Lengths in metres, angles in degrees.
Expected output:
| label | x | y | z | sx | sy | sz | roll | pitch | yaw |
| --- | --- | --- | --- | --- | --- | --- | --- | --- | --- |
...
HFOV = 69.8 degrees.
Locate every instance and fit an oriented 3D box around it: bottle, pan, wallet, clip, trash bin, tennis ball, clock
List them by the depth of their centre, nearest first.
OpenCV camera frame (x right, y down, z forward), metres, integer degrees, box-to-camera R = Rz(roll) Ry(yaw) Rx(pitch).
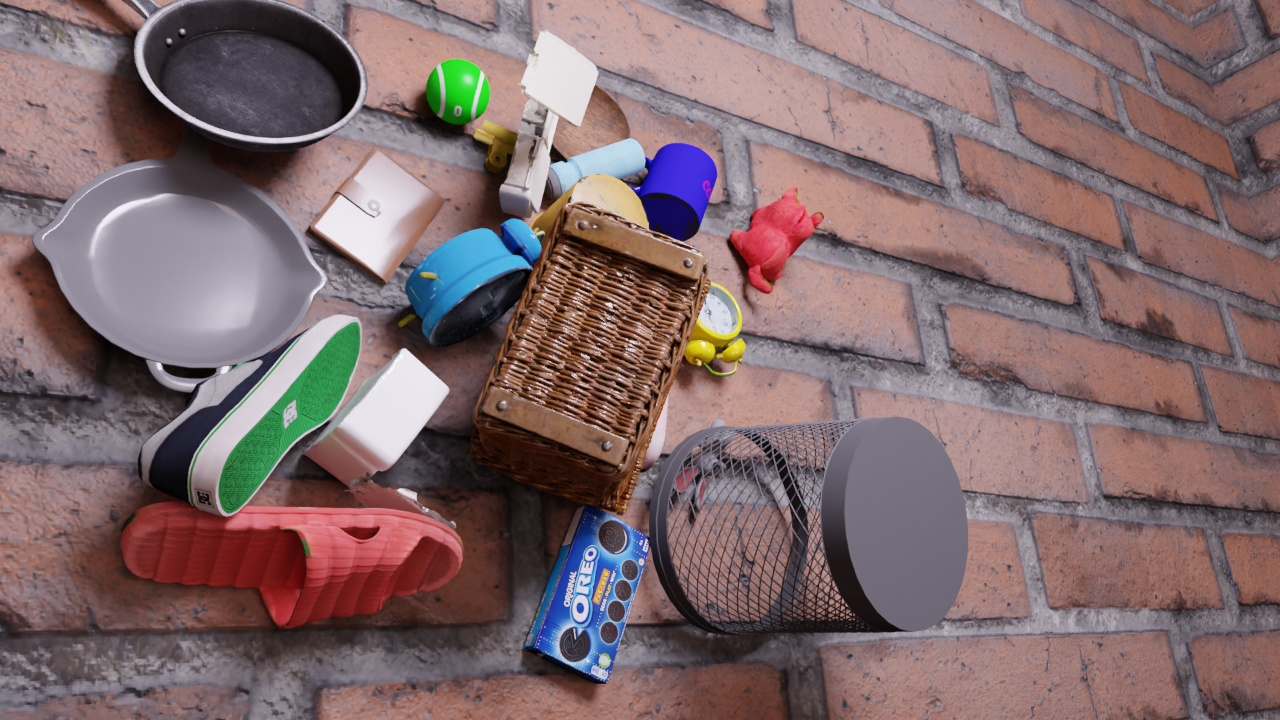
| label | x | y | z | sx | sy | sz | roll | pitch | yaw |
| --- | --- | --- | --- | --- | --- | --- | --- | --- | --- |
| pan | -0.383 | -0.134 | 0.780 | 0.216 | 0.024 | 0.354 | 6 | 63 | -34 |
| pan | -0.411 | -0.297 | 0.799 | 0.357 | 0.055 | 0.186 | 29 | 50 | -4 |
| clock | -0.150 | -0.076 | 0.868 | 0.161 | 0.117 | 0.060 | -33 | 80 | -40 |
| wallet | -0.251 | -0.142 | 0.884 | 0.087 | 0.013 | 0.120 | 37 | 54 | -18 |
| trash bin | 0.165 | 0.161 | 0.893 | 0.217 | 0.228 | 0.217 | 10 | 74 | -39 |
| tennis ball | -0.189 | -0.278 | 0.951 | 0.065 | 0.066 | 0.065 | 14 | 64 | -31 |
| clip | -0.154 | -0.227 | 0.988 | 0.054 | 0.044 | 0.049 | 17 | 104 | -30 |
| bottle | -0.058 | -0.209 | 1.016 | 0.129 | 0.040 | 0.040 | -24 | 86 | -22 |
| clock | 0.075 | -0.034 | 1.043 | 0.083 | 0.057 | 0.118 | -3 | 67 | -37 |

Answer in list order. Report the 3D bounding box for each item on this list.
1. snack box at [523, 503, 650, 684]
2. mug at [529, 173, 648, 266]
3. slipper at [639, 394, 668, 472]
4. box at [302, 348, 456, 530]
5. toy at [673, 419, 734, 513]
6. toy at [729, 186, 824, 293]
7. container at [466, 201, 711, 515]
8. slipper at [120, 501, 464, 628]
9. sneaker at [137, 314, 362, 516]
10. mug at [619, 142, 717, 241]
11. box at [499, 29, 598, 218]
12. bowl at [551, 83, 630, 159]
| label | x | y | z | sx | sy | sz | roll | pitch | yaw |
| --- | --- | --- | --- | --- | --- | --- | --- | --- | --- |
| snack box | -0.047 | 0.219 | 0.872 | 0.082 | 0.027 | 0.149 | 33 | 55 | -21 |
| mug | -0.050 | -0.143 | 0.976 | 0.100 | 0.094 | 0.123 | 38 | 54 | -17 |
| slipper | -0.006 | 0.006 | 0.949 | 0.055 | 0.107 | 0.221 | 3 | 76 | -17 |
| box | -0.196 | 0.084 | 0.770 | 0.136 | 0.109 | 0.120 | 41 | 54 | -14 |
| toy | 0.070 | 0.112 | 0.998 | 0.049 | 0.030 | 0.111 | 46 | 53 | -18 |
| toy | 0.166 | -0.147 | 1.133 | 0.088 | 0.094 | 0.132 | 35 | 56 | -19 |
| container | -0.041 | -0.005 | 0.799 | 0.162 | 0.183 | 0.249 | 21 | 81 | -2 |
| slipper | -0.258 | 0.160 | 0.696 | 0.248 | 0.104 | 0.059 | 9 | 38 | -25 |
| sneaker | -0.298 | 0.025 | 0.722 | 0.079 | 0.084 | 0.234 | 14 | 32 | 6 |
| mug | 0.027 | -0.202 | 1.072 | 0.111 | 0.079 | 0.083 | 20 | 58 | 0 |
| box | -0.088 | -0.220 | 0.897 | 0.070 | 0.186 | 0.143 | 14 | 87 | -5 |
| bowl | -0.066 | -0.267 | 1.056 | 0.114 | 0.026 | 0.101 | 36 | 68 | -22 |
